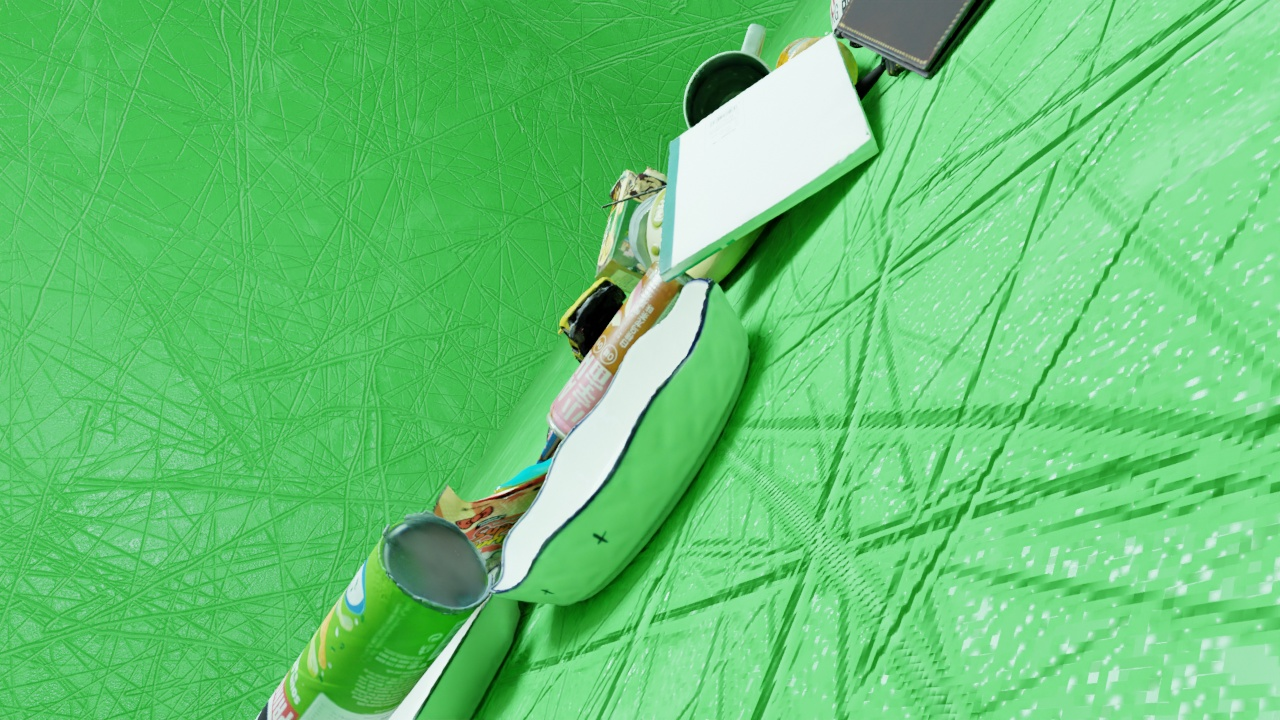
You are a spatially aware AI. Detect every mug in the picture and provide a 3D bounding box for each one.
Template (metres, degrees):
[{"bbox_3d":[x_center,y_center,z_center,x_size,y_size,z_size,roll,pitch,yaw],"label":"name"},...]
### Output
[{"bbox_3d":[0.087,-0.237,0.808,0.106,0.082,0.112,-55,-18,-75],"label":"mug"},{"bbox_3d":[0.029,-0.095,0.854,0.103,0.083,0.124,-105,23,-80],"label":"mug"}]

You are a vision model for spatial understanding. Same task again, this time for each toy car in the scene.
[{"bbox_3d":[-0.043,-0.037,0.887,0.071,0.041,0.156,-47,-15,-8],"label":"toy car"}]

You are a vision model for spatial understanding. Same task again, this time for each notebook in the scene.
[{"bbox_3d":[0.078,-0.145,0.621,0.151,0.012,0.208,-30,29,24],"label":"notebook"}]

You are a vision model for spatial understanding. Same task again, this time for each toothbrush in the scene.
[{"bbox_3d":[0.132,-0.167,0.665,0.213,0.026,0.027,142,132,-64],"label":"toothbrush"}]

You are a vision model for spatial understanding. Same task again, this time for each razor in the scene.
[{"bbox_3d":[-0.064,0.072,0.748,0.132,0.028,0.043,-39,0,-28],"label":"razor"}]

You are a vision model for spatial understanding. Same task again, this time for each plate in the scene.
[{"bbox_3d":[-0.008,0.048,0.510,0.205,0.045,0.204,-53,8,10],"label":"plate"},{"bbox_3d":[-0.148,0.246,0.571,0.264,0.034,0.162,-60,8,-33],"label":"plate"}]

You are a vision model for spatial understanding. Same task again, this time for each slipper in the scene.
[{"bbox_3d":[0.041,-0.097,0.716,0.091,0.081,0.191,-58,4,-34],"label":"slipper"}]

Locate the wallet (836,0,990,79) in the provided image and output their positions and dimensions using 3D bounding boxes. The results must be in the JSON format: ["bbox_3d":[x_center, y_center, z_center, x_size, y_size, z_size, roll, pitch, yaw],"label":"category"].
[{"bbox_3d":[0.170,-0.224,0.543,0.096,0.020,0.122,-58,27,20],"label":"wallet"}]

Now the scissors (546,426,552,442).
[{"bbox_3d":[-0.049,0.018,1.023,0.221,0.021,0.223,-52,7,29],"label":"scissors"}]

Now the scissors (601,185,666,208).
[{"bbox_3d":[0.056,-0.165,0.828,0.171,0.014,0.160,-24,13,-30],"label":"scissors"}]

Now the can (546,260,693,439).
[{"bbox_3d":[-0.007,0.000,0.673,0.147,0.058,0.058,-54,7,12],"label":"can"}]

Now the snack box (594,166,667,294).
[{"bbox_3d":[0.010,-0.123,0.969,0.105,0.118,0.118,-67,10,-13],"label":"snack box"}]

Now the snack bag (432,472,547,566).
[{"bbox_3d":[-0.109,0.125,0.678,0.128,0.073,0.208,-12,-23,-34],"label":"snack bag"}]

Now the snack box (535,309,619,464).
[{"bbox_3d":[-0.051,0.034,0.858,0.157,0.026,0.084,-61,2,36],"label":"snack box"}]

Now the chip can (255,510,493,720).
[{"bbox_3d":[-0.176,0.195,0.559,0.237,0.072,0.072,-52,8,25],"label":"chip can"}]

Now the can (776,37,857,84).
[{"bbox_3d":[0.148,-0.246,0.784,0.058,0.058,0.145,-53,7,19],"label":"can"}]

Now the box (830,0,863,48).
[{"bbox_3d":[0.175,-0.278,0.663,0.074,0.079,0.163,-60,13,-2],"label":"box"}]
